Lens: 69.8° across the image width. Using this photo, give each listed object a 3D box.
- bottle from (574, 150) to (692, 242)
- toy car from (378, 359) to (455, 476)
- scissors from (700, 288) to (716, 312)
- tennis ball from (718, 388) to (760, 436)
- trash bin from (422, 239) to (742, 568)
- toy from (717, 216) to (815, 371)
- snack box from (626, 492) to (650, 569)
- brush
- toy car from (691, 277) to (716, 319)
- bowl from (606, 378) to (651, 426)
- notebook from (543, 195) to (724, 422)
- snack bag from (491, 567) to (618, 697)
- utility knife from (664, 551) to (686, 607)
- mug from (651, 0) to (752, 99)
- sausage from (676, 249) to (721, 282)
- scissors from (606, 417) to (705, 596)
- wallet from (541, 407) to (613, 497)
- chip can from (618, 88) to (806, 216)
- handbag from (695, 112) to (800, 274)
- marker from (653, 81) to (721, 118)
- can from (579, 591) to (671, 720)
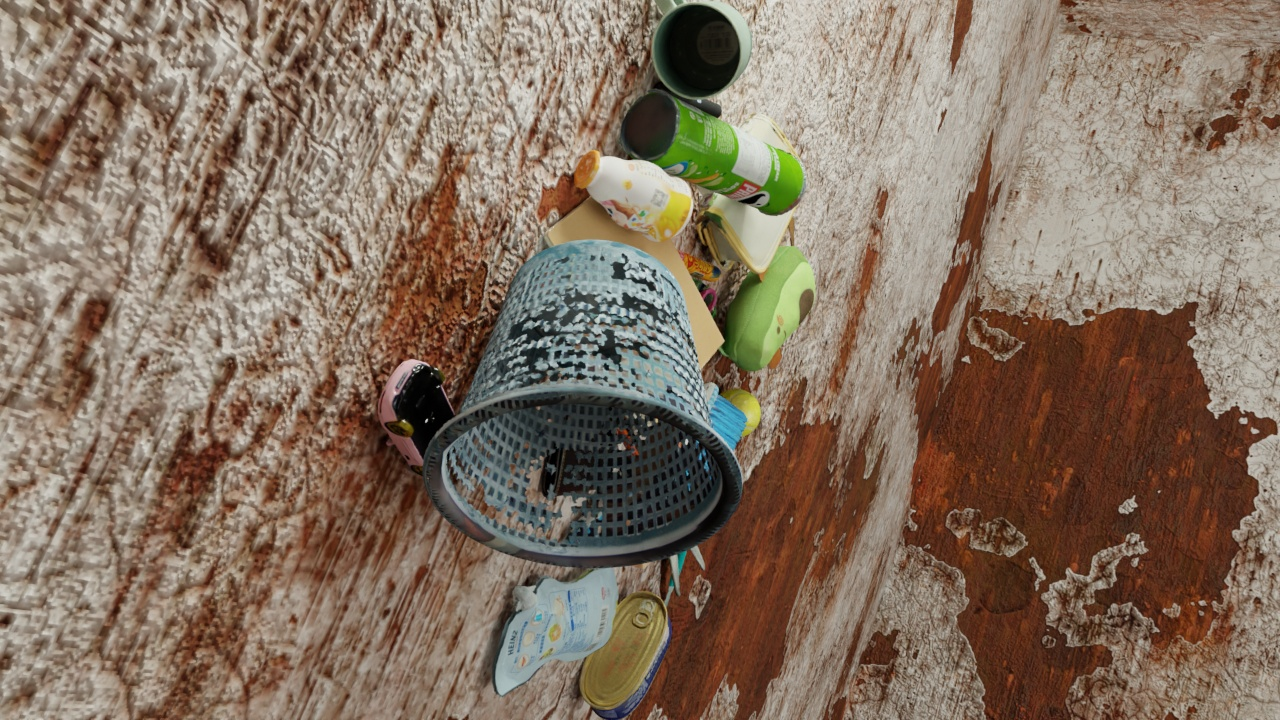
[{"bbox_3d":[-0.007,-0.151,0.827,0.108,0.063,0.063,22,83,-33],"label":"bottle"},{"bbox_3d":[-0.165,0.044,0.684,0.122,0.037,0.056,84,29,-58],"label":"toy car"},{"bbox_3d":[0.048,-0.030,1.034,0.128,0.017,0.133,-41,138,-6],"label":"scissors"},{"bbox_3d":[0.126,0.069,1.212,0.065,0.065,0.065,-37,135,-50],"label":"tennis ball"},{"bbox_3d":[-0.039,0.023,0.713,0.227,0.227,0.194,72,14,-47],"label":"trash bin"},{"bbox_3d":[0.172,-0.076,1.200,0.246,0.090,0.227,-55,144,-36],"label":"toy"},{"bbox_3d":[0.033,0.182,1.138,0.156,0.026,0.085,-36,134,-51],"label":"snack box"},{"bbox_3d":[0.025,0.131,1.058,0.109,0.061,0.313,55,48,-21],"label":"brush"},{"bbox_3d":[0.067,-0.055,1.072,0.043,0.036,0.091,-61,154,-28],"label":"toy car"},{"bbox_3d":[-0.006,0.005,0.933,0.113,0.062,0.113,-32,129,-51],"label":"bowl"},{"bbox_3d":[0.002,-0.065,0.872,0.147,0.008,0.208,-48,116,-41],"label":"notebook"},{"bbox_3d":[-0.086,0.273,0.949,0.190,0.039,0.110,12,98,-61],"label":"snack bag"},{"bbox_3d":[0.049,0.258,1.190,0.029,0.013,0.210,-39,148,-53],"label":"utility knife"},{"bbox_3d":[0.052,-0.303,0.859,0.112,0.082,0.106,51,25,-10],"label":"mug"},{"bbox_3d":[0.056,-0.108,1.037,0.165,0.021,0.021,8,97,-63],"label":"sausage"},{"bbox_3d":[0.018,0.134,0.993,0.222,0.022,0.220,36,51,-48],"label":"scissors"},{"bbox_3d":[-0.056,0.088,0.932,0.122,0.020,0.096,4,100,-65],"label":"wallet"},{"bbox_3d":[0.080,-0.205,0.926,0.235,0.072,0.072,8,97,-51],"label":"chip can"},{"bbox_3d":[0.110,-0.209,1.062,0.179,0.063,0.163,47,61,-42],"label":"handbag"},{"bbox_3d":[0.049,-0.266,0.946,0.022,0.020,0.131,-52,162,22],"label":"marker"},{"bbox_3d":[-0.015,0.348,1.082,0.147,0.075,0.049,-59,152,-29],"label":"can"}]
